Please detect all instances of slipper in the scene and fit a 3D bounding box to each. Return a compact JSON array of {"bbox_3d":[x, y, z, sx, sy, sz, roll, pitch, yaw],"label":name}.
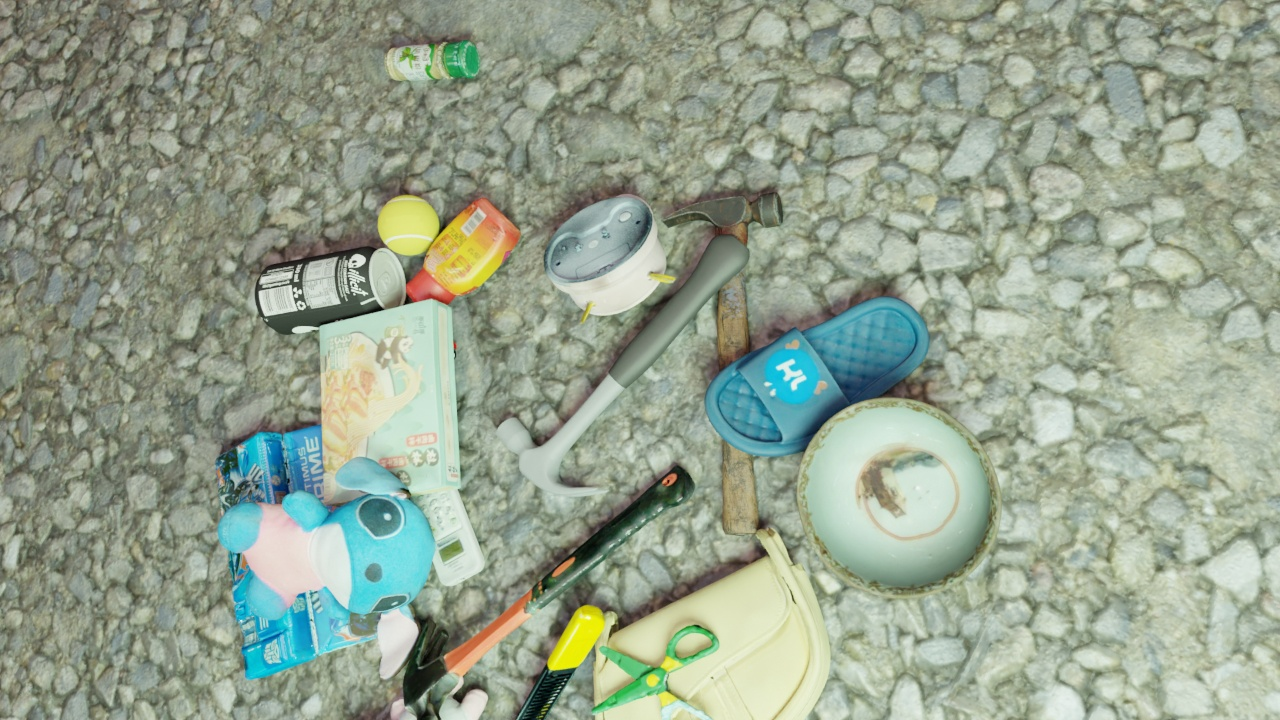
[{"bbox_3d":[0.161,0.013,0.817,0.213,0.059,0.103,-27,74,-2],"label":"slipper"}]

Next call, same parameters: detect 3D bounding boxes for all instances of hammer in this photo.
[{"bbox_3d":[-0.083,0.212,0.856,0.333,0.033,0.133,-38,27,-2],"label":"hammer"},{"bbox_3d":[-0.005,0.005,0.889,0.311,0.029,0.125,-48,64,8],"label":"hammer"},{"bbox_3d":[0.082,0.001,0.883,0.120,0.033,0.330,-6,76,20],"label":"hammer"}]

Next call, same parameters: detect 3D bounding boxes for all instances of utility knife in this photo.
[{"bbox_3d":[-0.081,0.293,0.839,0.028,0.020,0.175,23,110,-18],"label":"utility knife"}]

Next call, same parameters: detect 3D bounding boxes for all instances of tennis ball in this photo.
[{"bbox_3d":[-0.253,-0.148,1.002,0.065,0.065,0.065,-4,76,16],"label":"tennis ball"}]

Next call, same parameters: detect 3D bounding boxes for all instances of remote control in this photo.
[{"bbox_3d":[-0.200,0.160,0.933,0.050,0.022,0.133,-29,70,10],"label":"remote control"}]

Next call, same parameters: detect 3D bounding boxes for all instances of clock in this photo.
[{"bbox_3d":[-0.035,-0.111,0.912,0.117,0.059,0.157,-27,42,8],"label":"clock"}]

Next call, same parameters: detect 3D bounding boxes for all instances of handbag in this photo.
[{"bbox_3d":[0.059,0.272,0.793,0.233,0.088,0.190,-30,67,9],"label":"handbag"}]

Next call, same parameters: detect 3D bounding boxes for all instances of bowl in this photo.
[{"bbox_3d":[0.219,0.112,0.770,0.160,0.093,0.160,-2,86,24],"label":"bowl"}]

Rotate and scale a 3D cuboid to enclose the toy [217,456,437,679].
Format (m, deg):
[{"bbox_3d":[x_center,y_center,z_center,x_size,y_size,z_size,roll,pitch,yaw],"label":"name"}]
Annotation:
[{"bbox_3d":[-0.292,0.198,0.883,0.191,0.098,0.224,-3,111,1],"label":"toy"}]

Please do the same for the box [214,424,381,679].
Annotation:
[{"bbox_3d":[-0.361,0.190,0.959,0.176,0.060,0.243,-20,72,11],"label":"box"}]

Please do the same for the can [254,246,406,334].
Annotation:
[{"bbox_3d":[-0.339,-0.076,1.003,0.146,0.080,0.080,-8,75,15],"label":"can"}]

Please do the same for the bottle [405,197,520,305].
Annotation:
[{"bbox_3d":[-0.193,-0.108,0.983,0.134,0.048,0.071,-46,67,2],"label":"bottle"}]

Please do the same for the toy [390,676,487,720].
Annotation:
[{"bbox_3d":[-0.213,0.375,0.851,0.139,0.101,0.179,17,58,35],"label":"toy"}]

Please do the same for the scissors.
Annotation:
[{"bbox_3d":[0.015,0.274,0.763,0.127,0.011,0.123,-30,53,8],"label":"scissors"}]

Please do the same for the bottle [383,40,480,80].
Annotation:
[{"bbox_3d":[-0.241,-0.345,1.060,0.110,0.042,0.042,4,78,20],"label":"bottle"}]

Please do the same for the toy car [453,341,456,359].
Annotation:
[{"bbox_3d":[-0.230,0.013,0.977,0.038,0.025,0.089,23,85,21],"label":"toy car"}]

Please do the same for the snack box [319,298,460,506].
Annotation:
[{"bbox_3d":[-0.259,0.045,0.944,0.142,0.044,0.193,-11,75,20],"label":"snack box"}]
